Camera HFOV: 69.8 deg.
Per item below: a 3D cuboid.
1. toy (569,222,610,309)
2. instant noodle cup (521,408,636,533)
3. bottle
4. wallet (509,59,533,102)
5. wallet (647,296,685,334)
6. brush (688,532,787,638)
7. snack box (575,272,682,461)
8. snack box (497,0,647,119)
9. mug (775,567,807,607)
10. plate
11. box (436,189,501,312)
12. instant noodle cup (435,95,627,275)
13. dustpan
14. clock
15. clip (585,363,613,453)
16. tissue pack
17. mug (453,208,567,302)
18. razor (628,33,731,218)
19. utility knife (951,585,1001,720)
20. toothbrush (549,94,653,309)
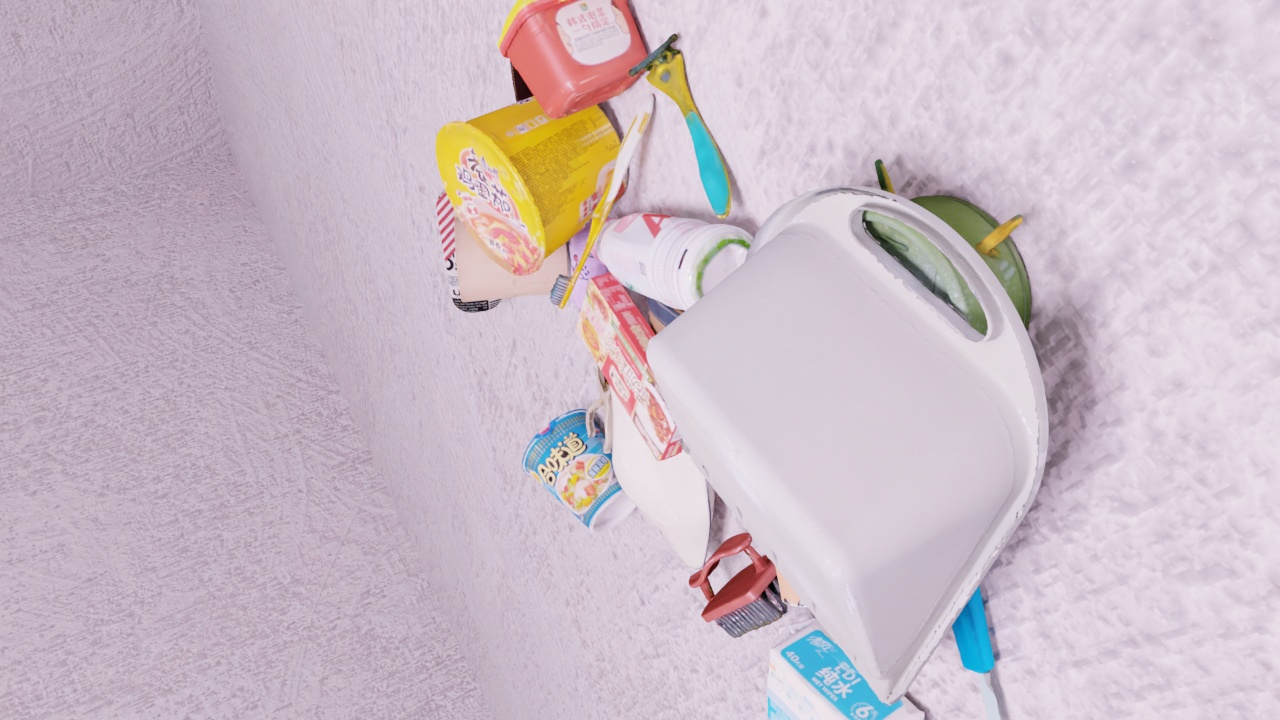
[{"bbox_3d":[-0.045,-0.081,0.849,0.084,0.038,0.108,41,145,44],"label":"toy"},{"bbox_3d":[-0.058,0.124,0.988,0.110,0.099,0.099,46,148,26],"label":"instant noodle cup"},{"bbox_3d":[0.016,-0.079,0.700,0.197,0.068,0.068,28,134,59],"label":"bottle"},{"bbox_3d":[-0.080,-0.234,0.822,0.122,0.020,0.096,50,155,31],"label":"wallet"},{"bbox_3d":[0.038,-0.004,0.756,0.090,0.033,0.115,41,145,49],"label":"wallet"},{"bbox_3d":[0.084,0.189,0.777,0.069,0.063,0.146,44,152,7],"label":"brush"},{"bbox_3d":[-0.005,0.005,0.778,0.153,0.025,0.075,57,150,25],"label":"snack box"},{"bbox_3d":[-0.046,-0.231,0.675,0.080,0.091,0.082,62,156,-2],"label":"snack box"},{"bbox_3d":[0.117,0.097,0.631,0.078,0.078,0.122,-19,88,65],"label":"mug"},{"bbox_3d":[0.026,0.097,0.857,0.163,0.034,0.164,44,145,42],"label":"plate"},{"bbox_3d":[-0.193,-0.141,1.081,0.087,0.076,0.163,-102,6,-57],"label":"box"},{"bbox_3d":[-0.086,-0.156,0.764,0.138,0.109,0.138,37,149,28],"label":"instant noodle cup"},{"bbox_3d":[0.114,0.039,0.508,0.222,0.142,0.258,51,175,32],"label":"dustpan"},{"bbox_3d":[0.147,-0.017,0.494,0.116,0.056,0.161,41,144,46],"label":"clock"},{"bbox_3d":[-0.023,0.051,0.924,0.082,0.034,0.105,54,144,34],"label":"clip"},{"bbox_3d":[0.155,0.271,0.703,0.140,0.063,0.090,37,139,47],"label":"tissue pack"},{"bbox_3d":[-0.126,-0.121,0.886,0.084,0.103,0.125,-125,32,-77],"label":"mug"},{"bbox_3d":[0.035,-0.158,0.637,0.043,0.028,0.132,-29,80,34],"label":"razor"},{"bbox_3d":[0.200,0.150,0.567,0.034,0.018,0.191,-155,47,-72],"label":"utility knife"},{"bbox_3d":[-0.033,-0.123,0.728,0.016,0.018,0.192,-102,34,-58],"label":"toothbrush"}]
